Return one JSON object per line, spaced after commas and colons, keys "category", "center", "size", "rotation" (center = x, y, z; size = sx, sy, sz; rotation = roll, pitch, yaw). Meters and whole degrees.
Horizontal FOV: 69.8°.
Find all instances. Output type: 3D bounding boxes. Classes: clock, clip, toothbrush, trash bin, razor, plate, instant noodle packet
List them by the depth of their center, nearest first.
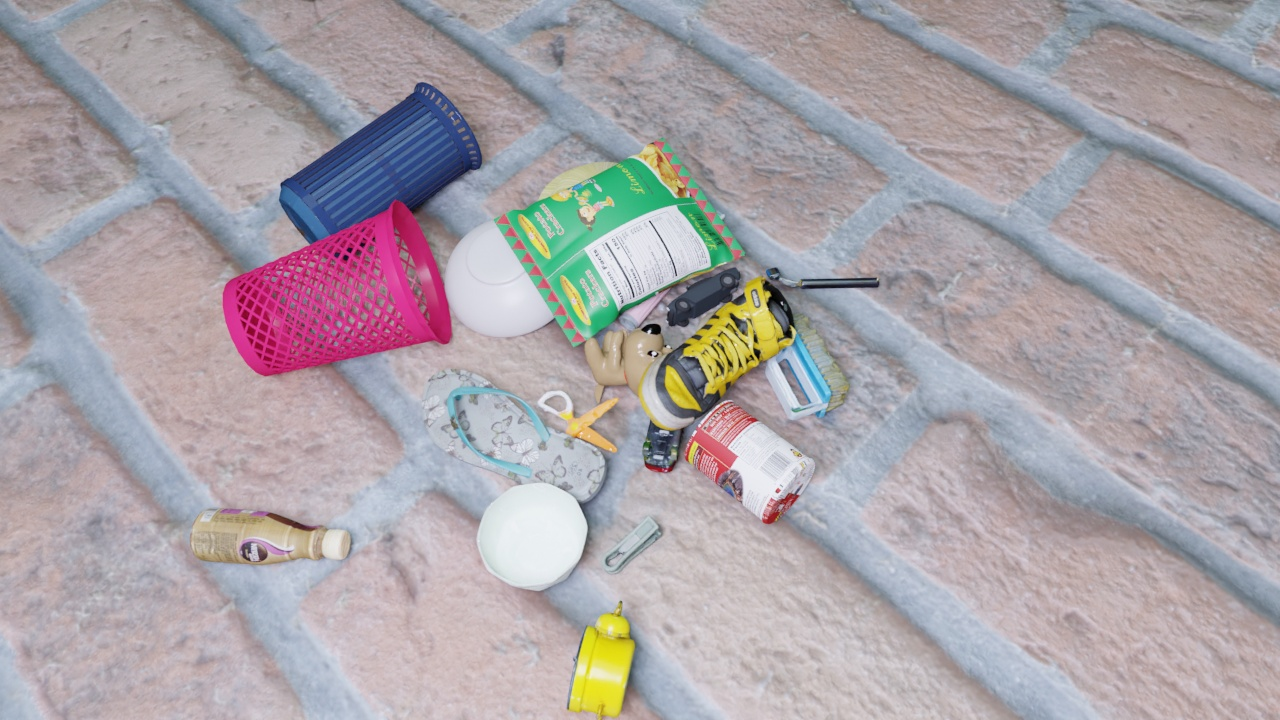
{"category": "clock", "center": [-0.037, 0.296, 0.909], "size": [0.057, 0.083, 0.118], "rotation": [11, 61, 5]}
{"category": "clip", "center": [-0.010, 0.198, 0.992], "size": [0.078, 0.051, 0.023], "rotation": [-32, 59, -24]}
{"category": "instant noodle packet", "center": [-0.025, -0.154, 1.149], "size": [0.252, 0.090, 0.195], "rotation": [-29, 76, -15]}
{"category": "razor", "center": [0.234, -0.101, 1.180], "size": [0.144, 0.022, 0.042], "rotation": [5, 18, 2]}
{"category": "toothbrush", "center": [0.047, -0.123, 1.204], "size": [0.026, 0.027, 0.222], "rotation": [38, 65, 3]}
{"category": "trash bin", "center": [-0.356, -0.251, 1.250], "size": [0.249, 0.139, 0.139], "rotation": [-42, 64, -19]}
{"category": "plate", "center": [-0.052, -0.224, 1.258], "size": [0.184, 0.036, 0.184], "rotation": [-1, 53, 1]}

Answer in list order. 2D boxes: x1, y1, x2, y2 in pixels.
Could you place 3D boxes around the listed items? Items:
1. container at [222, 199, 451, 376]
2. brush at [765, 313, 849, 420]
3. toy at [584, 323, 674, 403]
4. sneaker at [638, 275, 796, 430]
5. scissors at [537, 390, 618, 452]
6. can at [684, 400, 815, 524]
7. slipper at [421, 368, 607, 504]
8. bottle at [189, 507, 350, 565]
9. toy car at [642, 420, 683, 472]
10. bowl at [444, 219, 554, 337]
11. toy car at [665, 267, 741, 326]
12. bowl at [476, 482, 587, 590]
{"category": "container", "center": [-0.373, -0.074, 1.126], "size": [0.226, 0.183, 0.183], "rotation": [-18, 58, 2]}
{"category": "brush", "center": [0.186, 0.003, 1.095], "size": [0.075, 0.055, 0.135], "rotation": [-15, 57, -12]}
{"category": "toy", "center": [-0.007, 0.006, 1.082], "size": [0.108, 0.106, 0.133], "rotation": [8, 14, 25]}
{"category": "sneaker", "center": [0.097, -0.011, 1.026], "size": [0.086, 0.122, 0.237], "rotation": [52, 40, -7]}
{"category": "scissors", "center": [-0.079, 0.074, 1.069], "size": [0.125, 0.011, 0.128], "rotation": [-35, 62, 8]}
{"category": "can", "center": [0.120, 0.112, 1.012], "size": [0.116, 0.087, 0.086], "rotation": [37, 67, 24]}
{"category": "slipper", "center": [-0.162, 0.086, 1.055], "size": [0.269, 0.055, 0.098], "rotation": [28, 78, 25]}
{"category": "bottle", "center": [-0.405, 0.197, 1.012], "size": [0.166, 0.060, 0.059], "rotation": [3, 58, 5]}
{"category": "toy car", "center": [0.029, 0.087, 1.064], "size": [0.042, 0.036, 0.091], "rotation": [7, 59, 9]}
{"category": "bowl", "center": [-0.173, -0.121, 1.180], "size": [0.177, 0.066, 0.176], "rotation": [-4, 63, 7]}
{"category": "toy car", "center": [0.078, -0.081, 1.162], "size": [0.112, 0.046, 0.034], "rotation": [-30, 65, -17]}
{"category": "bowl", "center": [-0.113, 0.196, 0.990], "size": [0.117, 0.061, 0.117], "rotation": [-2, 58, 3]}
